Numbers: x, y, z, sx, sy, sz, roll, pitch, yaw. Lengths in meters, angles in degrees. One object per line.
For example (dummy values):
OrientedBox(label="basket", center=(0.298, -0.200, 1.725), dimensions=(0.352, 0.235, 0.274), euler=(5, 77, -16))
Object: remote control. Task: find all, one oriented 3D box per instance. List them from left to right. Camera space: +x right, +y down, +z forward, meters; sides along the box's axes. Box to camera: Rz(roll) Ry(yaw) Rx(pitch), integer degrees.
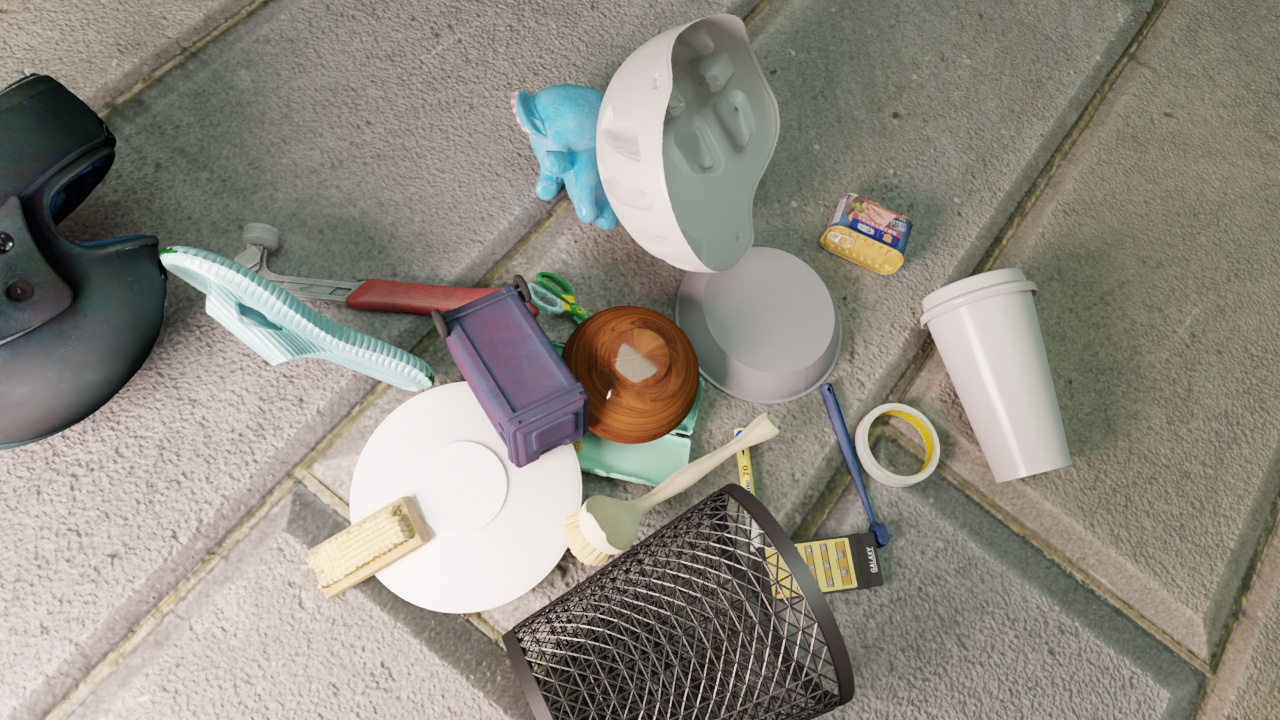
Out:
OrientedBox(label="remote control", center=(0.186, 0.214, 0.952), dimensions=(0.133, 0.013, 0.058), euler=(-4, 74, -17))

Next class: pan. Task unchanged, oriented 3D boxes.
OrientedBox(label="pan", center=(0.103, -0.116, 1.068), dimensions=(0.200, 0.051, 0.356), euler=(-25, 77, -19))

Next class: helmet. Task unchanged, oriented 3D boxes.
OrientedBox(label="helmet", center=(-0.546, -0.064, 0.809), dimensions=(0.236, 0.250, 0.315), euler=(46, 61, -22))
OrientedBox(label="helmet", center=(0.052, -0.219, 0.974), dimensions=(0.184, 0.224, 0.281), euler=(-21, 50, 25))

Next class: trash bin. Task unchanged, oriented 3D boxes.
OrientedBox(label="trash bin", center=(-0.121, 0.012, 0.883), dimensions=(0.093, 0.092, 0.160), euler=(-26, 61, -19))
OrientedBox(label="trash bin", center=(0.023, 0.260, 0.811), dimensions=(0.243, 0.217, 0.217), euler=(-25, 75, -13))

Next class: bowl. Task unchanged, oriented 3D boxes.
OrientedBox(label="bowl", center=(-0.006, 0.005, 0.925), dimensions=(0.147, 0.069, 0.147), euler=(3, 72, -10))

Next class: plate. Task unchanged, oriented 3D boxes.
OrientedBox(label="plate", center=(-0.172, 0.126, 0.889), dimensions=(0.229, 0.030, 0.229), euler=(-1, 72, 1))

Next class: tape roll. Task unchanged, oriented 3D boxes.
OrientedBox(label="tape roll", center=(0.287, 0.094, 1.026), dimensions=(0.094, 0.019, 0.094), euler=(4, 67, -10))

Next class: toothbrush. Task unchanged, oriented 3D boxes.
OrientedBox(label="toothbrush", center=(0.236, 0.112, 1.010), dimensions=(0.016, 0.017, 0.189), euler=(-10, 70, -16))

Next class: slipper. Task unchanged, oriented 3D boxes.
OrientedBox(label="slipper", center=(-0.328, -0.021, 0.877), dimensions=(0.276, 0.116, 0.069), euler=(29, 77, -24))

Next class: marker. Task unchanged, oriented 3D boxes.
OrientedBox(label="marker", center=(0.114, 0.137, 0.977), dimensions=(0.014, 0.014, 0.132), euler=(0, 68, -12))

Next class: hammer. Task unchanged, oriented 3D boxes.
OrientedBox(label="hammer", center=(-0.267, -0.067, 0.978), dimensions=(0.315, 0.036, 0.126), euler=(5, 69, -10))

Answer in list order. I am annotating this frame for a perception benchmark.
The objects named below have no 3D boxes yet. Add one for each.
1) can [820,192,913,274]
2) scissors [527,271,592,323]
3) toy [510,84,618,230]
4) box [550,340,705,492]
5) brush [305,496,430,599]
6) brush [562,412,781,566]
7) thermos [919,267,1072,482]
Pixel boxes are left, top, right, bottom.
OrientedBox(label="can", center=(0.274, -0.154, 1.108), dimensions=(0.100, 0.054, 0.058), euler=(24, 64, -1))
OrientedBox(label="scissors", center=(-0.070, -0.049, 1.006), dimensions=(0.130, 0.014, 0.071), euler=(40, 35, 0))
OrientedBox(label="toy", center=(-0.074, -0.224, 1.045), dimensions=(0.183, 0.115, 0.180), euler=(11, 61, -50))
OrientedBox(label="box", center=(-0.033, 0.059, 0.963), dimensions=(0.187, 0.057, 0.137), euler=(14, 77, -5))
OrientedBox(label="brush", center=(-0.258, 0.174, 0.857), dimensions=(0.117, 0.039, 0.049), euler=(-29, 75, 3))
OrientedBox(label="brush", center=(0.040, 0.119, 0.912), dimensions=(0.271, 0.078, 0.062), euler=(-27, 87, -30))
OrientedBox(label="thermos", center=(0.406, 0.019, 1.031), dimensions=(0.131, 0.132, 0.221), euler=(-11, 78, -15))
